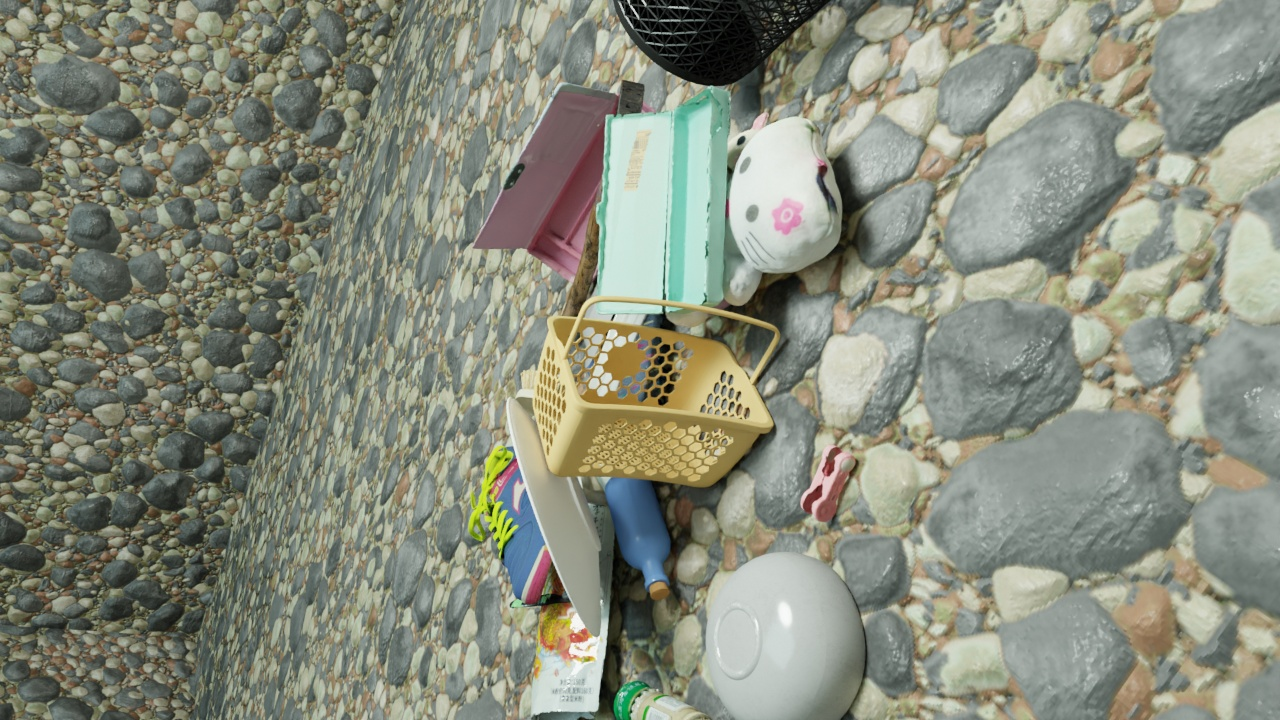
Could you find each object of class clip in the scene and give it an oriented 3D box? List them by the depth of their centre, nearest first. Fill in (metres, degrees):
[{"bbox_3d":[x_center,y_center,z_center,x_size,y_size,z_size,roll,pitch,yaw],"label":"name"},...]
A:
[{"bbox_3d":[0.145,0.095,0.687,0.041,0.023,0.059,18,91,63],"label":"clip"}]

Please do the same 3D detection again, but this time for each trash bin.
[{"bbox_3d":[0.099,-0.384,0.803,0.244,0.216,0.216,-41,44,54],"label":"trash bin"}]

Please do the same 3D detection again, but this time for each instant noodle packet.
[{"bbox_3d":[-0.074,0.237,0.965,0.147,0.057,0.268,-36,42,45],"label":"instant noodle packet"}]

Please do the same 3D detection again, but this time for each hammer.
[{"bbox_3d":[-0.048,-0.145,1.006,0.331,0.033,0.119,112,169,-49],"label":"hammer"}]

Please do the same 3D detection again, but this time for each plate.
[{"bbox_3d":[-0.065,0.136,0.836,0.229,0.030,0.229,156,93,-88],"label":"plate"},{"bbox_3d":[-0.038,-0.076,1.003,0.173,0.019,0.173,-161,92,-83],"label":"plate"}]

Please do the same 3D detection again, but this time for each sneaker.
[{"bbox_3d":[-0.005,0.005,0.934,0.088,0.079,0.235,121,170,-64],"label":"sneaker"},{"bbox_3d":[-0.139,0.173,0.997,0.241,0.091,0.116,-102,29,-65],"label":"sneaker"}]

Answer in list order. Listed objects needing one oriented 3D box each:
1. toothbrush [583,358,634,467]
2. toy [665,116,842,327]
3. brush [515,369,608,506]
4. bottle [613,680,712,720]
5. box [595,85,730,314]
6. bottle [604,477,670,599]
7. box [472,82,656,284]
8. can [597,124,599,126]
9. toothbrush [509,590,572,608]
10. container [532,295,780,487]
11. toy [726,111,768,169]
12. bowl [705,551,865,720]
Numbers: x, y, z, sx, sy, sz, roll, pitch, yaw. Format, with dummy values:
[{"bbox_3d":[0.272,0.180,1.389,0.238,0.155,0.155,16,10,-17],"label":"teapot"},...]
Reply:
[{"bbox_3d":[-0.037,0.055,1.013,0.016,0.017,0.189,-59,34,26],"label":"toothbrush"},{"bbox_3d":[0.096,-0.111,0.796,0.210,0.085,0.137,-35,51,51],"label":"toy"},{"bbox_3d":[-0.085,0.083,1.035,0.272,0.062,0.077,50,129,57],"label":"brush"},{"bbox_3d":[0.021,0.306,0.783,0.110,0.042,0.042,-5,73,57],"label":"bottle"},{"bbox_3d":[0.022,-0.133,0.802,0.138,0.056,0.187,-2,82,45],"label":"box"},{"bbox_3d":[0.002,0.166,0.867,0.048,0.048,0.131,-55,36,31],"label":"bottle"},{"bbox_3d":[-0.073,-0.201,1.044,0.234,0.172,0.075,-52,32,32],"label":"box"},{"bbox_3d":[-0.026,-0.262,1.099,0.059,0.054,0.099,-58,35,24],"label":"can"},{"bbox_3d":[-0.102,0.247,0.949,0.188,0.017,0.014,-28,33,56],"label":"toothbrush"},{"bbox_3d":[0.012,0.016,0.786,0.167,0.183,0.129,-64,31,34],"label":"container"},{"bbox_3d":[0.097,-0.181,0.865,0.087,0.050,0.112,-20,56,56],"label":"toy"},{"bbox_3d":[0.095,0.208,0.677,0.132,0.064,0.131,-32,51,50],"label":"bowl"}]
